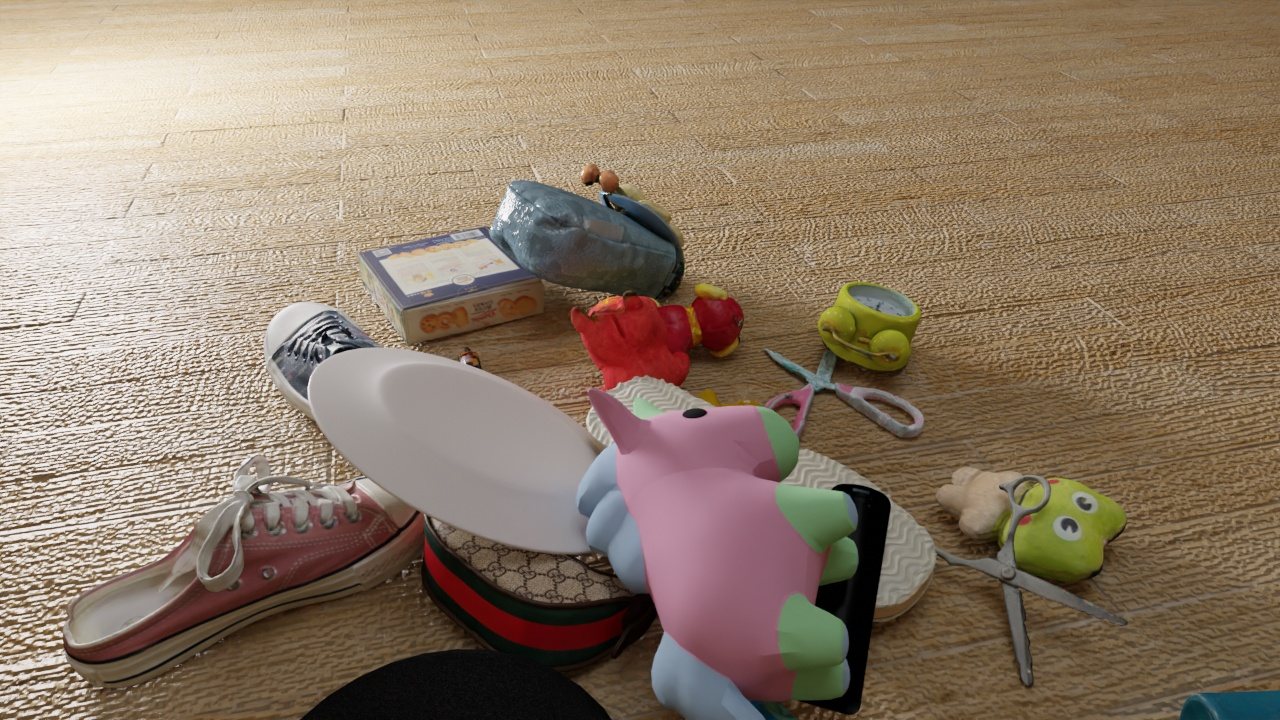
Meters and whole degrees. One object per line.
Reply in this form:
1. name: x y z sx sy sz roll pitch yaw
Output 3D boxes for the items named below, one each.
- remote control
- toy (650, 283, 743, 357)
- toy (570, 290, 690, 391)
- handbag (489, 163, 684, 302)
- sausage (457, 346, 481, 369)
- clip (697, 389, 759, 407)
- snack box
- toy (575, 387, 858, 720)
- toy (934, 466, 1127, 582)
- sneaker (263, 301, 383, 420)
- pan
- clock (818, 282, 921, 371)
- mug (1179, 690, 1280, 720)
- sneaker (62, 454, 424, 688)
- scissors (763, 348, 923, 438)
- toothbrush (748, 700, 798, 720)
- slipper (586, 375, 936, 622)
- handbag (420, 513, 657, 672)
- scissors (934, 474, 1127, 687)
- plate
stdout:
1. remote control: 0.122 0.136 0.551 0.041 0.020 0.151 11 49 13
2. toy: 0.027 -0.027 0.833 0.137 0.067 0.105 -10 41 0
3. toy: -0.004 0.004 0.744 0.088 0.094 0.133 -31 75 -1
4. handbag: -0.044 -0.129 0.904 0.191 0.119 0.122 12 18 -43
5. sausage: -0.136 0.031 0.773 0.020 0.020 0.155 -9 34 -15
6. clip: 0.072 0.048 0.747 0.048 0.045 0.054 19 27 -19
7. snack box: -0.191 -0.080 0.922 0.144 0.043 0.145 -16 37 -26
8. toy: 0.036 0.110 0.528 0.171 0.120 0.221 2 48 16
9. toy: 0.268 0.107 0.640 0.118 0.043 0.092 23 46 35
10. sneaker: -0.244 0.006 0.740 0.087 0.079 0.235 -40 51 -22
11. pan: -0.023 0.226 0.455 0.355 0.044 0.203 -2 33 -2
12. clock: 0.205 -0.026 0.824 0.083 0.057 0.118 24 31 16
13. mug: 0.352 0.204 0.469 0.121 0.078 0.078 -1 33 7
14. sneaker: -0.240 0.113 0.583 0.240 0.088 0.118 -23 40 -31
15. scissors: 0.170 0.030 0.789 0.169 0.014 0.170 11 31 18
16. toothbrush: 0.070 0.190 0.511 0.022 0.017 0.135 13 12 -31
17. slipper: 0.074 0.093 0.648 0.273 0.054 0.114 29 47 29
18. handbag: -0.058 0.127 0.595 0.166 0.063 0.138 28 32 34
19. scissors: 0.224 0.133 0.598 0.175 0.014 0.141 6 57 34
20. plate: -0.106 0.050 0.633 0.242 0.016 0.242 25 16 -8
